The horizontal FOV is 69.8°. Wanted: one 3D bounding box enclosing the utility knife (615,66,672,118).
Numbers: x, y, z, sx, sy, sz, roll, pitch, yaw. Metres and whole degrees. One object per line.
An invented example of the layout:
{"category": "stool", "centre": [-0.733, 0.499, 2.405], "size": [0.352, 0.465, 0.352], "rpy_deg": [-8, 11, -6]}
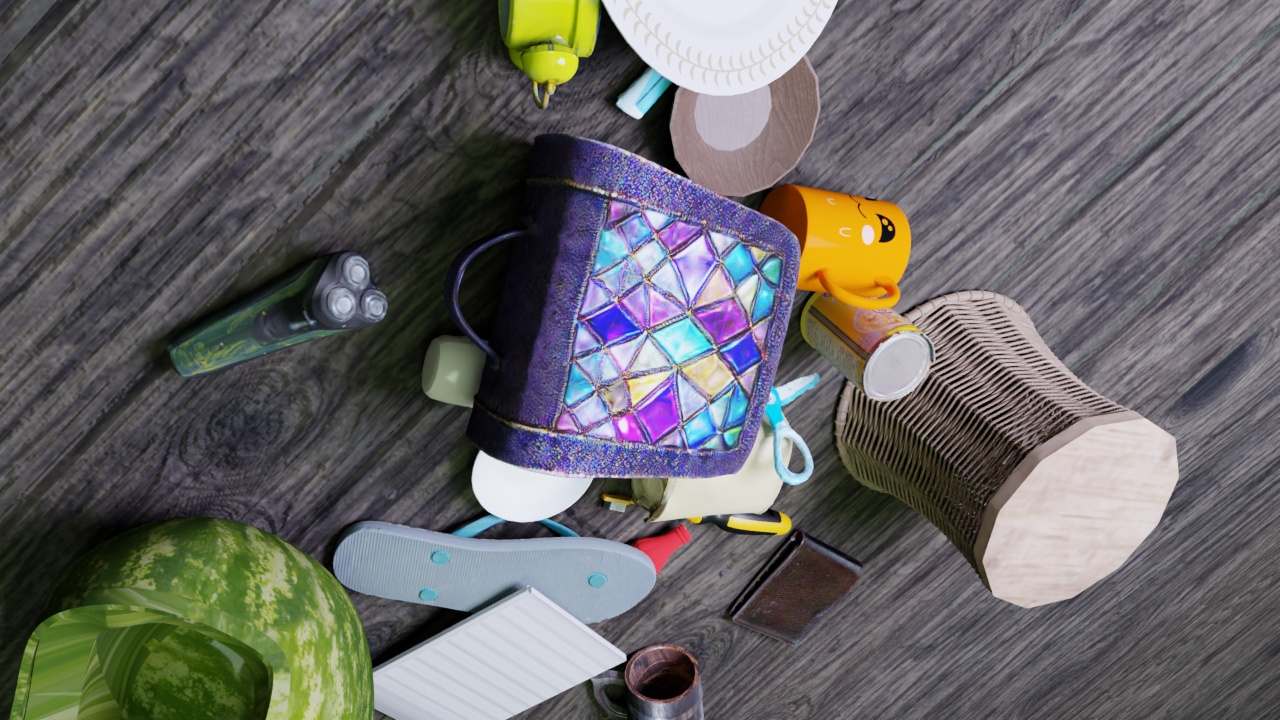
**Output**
{"category": "utility knife", "centre": [0.049, -0.238, 0.629], "size": [0.181, 0.015, 0.022], "rpy_deg": [-47, 128, 5]}

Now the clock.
{"category": "clock", "centre": [-0.055, -0.213, 0.557], "size": [0.057, 0.083, 0.119], "rpy_deg": [-3, 117, -15]}

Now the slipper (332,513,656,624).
{"category": "slipper", "centre": [-0.122, 0.175, 0.786], "size": [0.268, 0.054, 0.098], "rpy_deg": [7, 118, -13]}

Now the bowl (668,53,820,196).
{"category": "bowl", "centre": [0.071, -0.179, 0.661], "size": [0.117, 0.030, 0.118], "rpy_deg": [-10, 122, -17]}

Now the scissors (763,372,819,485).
{"category": "scissors", "centre": [0.094, 0.037, 0.749], "size": [0.137, 0.133, 0.011], "rpy_deg": [7, 151, -15]}

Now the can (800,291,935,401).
{"category": "can", "centre": [0.185, -0.018, 0.757], "size": [0.067, 0.105, 0.068], "rpy_deg": [-10, 122, -17]}

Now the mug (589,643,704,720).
{"category": "mug", "centre": [0.007, 0.351, 0.928], "size": [0.116, 0.079, 0.107], "rpy_deg": [0, 121, 8]}

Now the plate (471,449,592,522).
{"category": "plate", "centre": [-0.089, 0.083, 0.752], "size": [0.104, 0.026, 0.104], "rpy_deg": [-10, 122, -16]}

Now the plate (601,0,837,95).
{"category": "plate", "centre": [0.052, -0.288, 0.557], "size": [0.241, 0.016, 0.243], "rpy_deg": [-16, 115, -37]}

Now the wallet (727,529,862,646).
{"category": "wallet", "centre": [0.161, 0.238, 0.946], "size": [0.099, 0.031, 0.120], "rpy_deg": [31, 105, -30]}

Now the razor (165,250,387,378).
{"category": "razor", "centre": [-0.242, -0.025, 0.603], "size": [0.151, 0.067, 0.054], "rpy_deg": [-22, 110, 1]}

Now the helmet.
{"category": "helmet", "centre": [-0.295, 0.233, 0.627], "size": [0.213, 0.247, 0.243], "rpy_deg": [-11, 164, 7]}

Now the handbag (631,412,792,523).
{"category": "handbag", "centre": [0.055, 0.086, 0.785], "size": [0.119, 0.081, 0.111], "rpy_deg": [-5, 128, -22]}

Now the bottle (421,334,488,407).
{"category": "bottle", "centre": [-0.090, 0.016, 0.696], "size": [0.146, 0.051, 0.051], "rpy_deg": [12, 113, -28]}

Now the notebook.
{"category": "notebook", "centre": [-0.139, 0.280, 0.824], "size": [0.210, 0.009, 0.142], "rpy_deg": [-31, 128, 16]}

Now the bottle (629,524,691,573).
{"category": "bottle", "centre": [-0.007, 0.188, 0.842], "size": [0.119, 0.036, 0.036], "rpy_deg": [-32, 126, -3]}

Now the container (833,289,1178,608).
{"category": "container", "centre": [0.322, 0.080, 0.814], "size": [0.226, 0.196, 0.227], "rpy_deg": [-10, 122, -17]}

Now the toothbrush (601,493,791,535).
{"category": "toothbrush", "centre": [0.055, 0.139, 0.845], "size": [0.196, 0.031, 0.031], "rpy_deg": [12, 103, -23]}

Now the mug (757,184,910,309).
{"category": "mug", "centre": [0.151, -0.079, 0.703], "size": [0.095, 0.112, 0.078], "rpy_deg": [4, 136, -25]}

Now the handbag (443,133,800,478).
{"category": "handbag", "centre": [-0.022, -0.031, 0.619], "size": [0.221, 0.125, 0.205], "rpy_deg": [11, 95, -28]}
